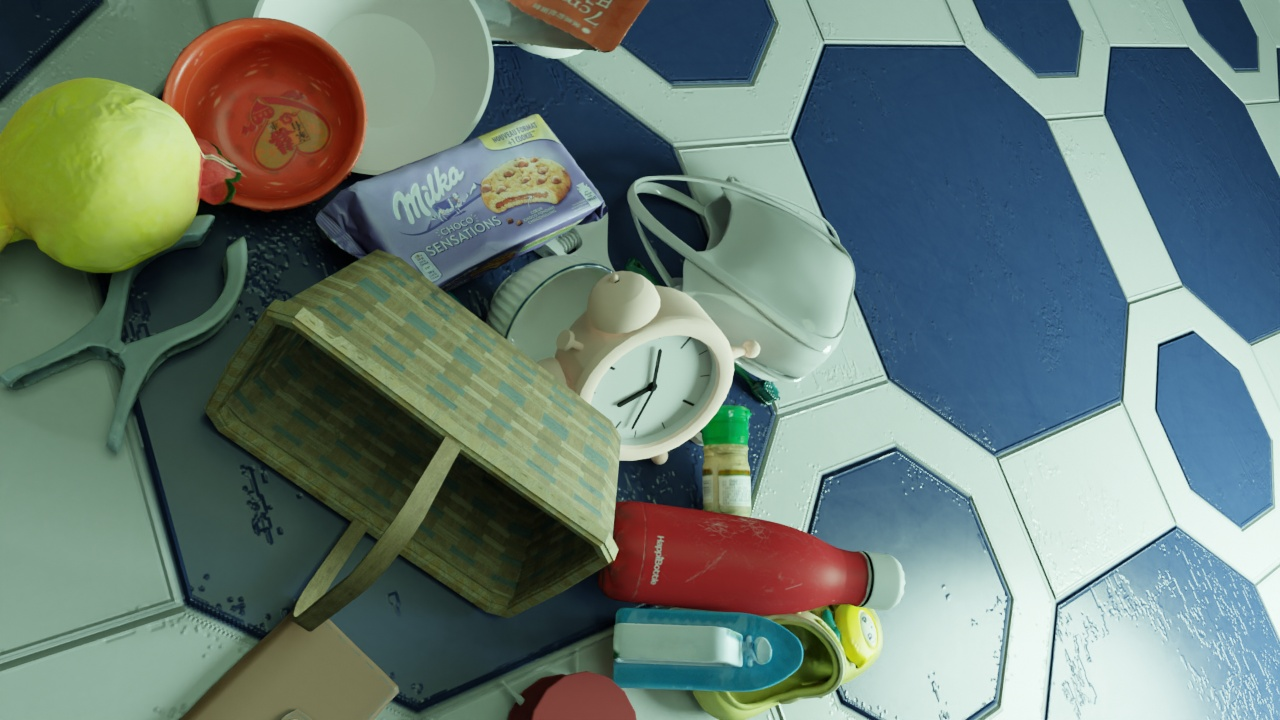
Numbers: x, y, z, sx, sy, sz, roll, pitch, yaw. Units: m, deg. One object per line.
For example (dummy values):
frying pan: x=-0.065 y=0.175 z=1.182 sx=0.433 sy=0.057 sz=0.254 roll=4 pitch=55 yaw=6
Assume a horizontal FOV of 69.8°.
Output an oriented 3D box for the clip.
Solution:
clip: x=-0.299 y=-0.017 z=0.583 sx=0.106 sy=0.028 sz=0.162 roll=39 pitch=57 yaw=-12

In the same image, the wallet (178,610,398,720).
wallet: x=-0.217 y=0.217 z=0.554 sx=0.087 sy=0.013 sz=0.120 roll=47 pitch=54 yaw=-6

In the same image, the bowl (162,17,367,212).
bowl: x=-0.258 y=-0.167 z=0.640 sx=0.130 sy=0.045 sz=0.130 roll=0 pitch=91 yaw=-14

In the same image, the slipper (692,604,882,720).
slipper: x=0.127 y=0.225 z=0.729 sx=0.190 sy=0.082 sz=0.091 roll=-9 pitch=74 yaw=-32

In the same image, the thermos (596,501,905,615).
thermos: x=0.089 y=0.157 z=0.698 sx=0.239 sy=0.073 sz=0.073 roll=10 pitch=66 yaw=-12

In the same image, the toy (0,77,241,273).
toy: x=-0.353 y=-0.107 z=0.541 sx=0.207 sy=0.092 sz=0.133 roll=-21 pitch=65 yaw=-15

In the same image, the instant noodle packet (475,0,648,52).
instant noodle packet: x=-0.091 y=-0.336 z=0.748 sx=0.221 sy=0.084 sz=0.164 roll=22 pitch=57 yaw=7

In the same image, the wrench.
wrench: x=-0.010 y=-0.046 z=0.786 sx=0.273 sy=0.018 sz=0.086 roll=53 pitch=52 yaw=-6

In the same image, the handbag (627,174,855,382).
handbag: x=0.084 y=-0.096 z=0.833 sx=0.222 sy=0.096 sz=0.215 roll=33 pitch=44 yaw=-7

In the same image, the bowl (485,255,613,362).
bowl: x=-0.073 y=-0.032 z=0.697 sx=0.117 sy=0.118 sz=0.062 roll=-22 pitch=44 yaw=-36

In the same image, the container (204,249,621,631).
container: x=-0.146 y=0.075 z=0.569 sx=0.250 sy=0.158 sz=0.185 roll=39 pitch=44 yaw=-14

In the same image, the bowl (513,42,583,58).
bowl: x=-0.074 y=-0.309 z=0.803 sx=0.113 sy=0.063 sz=0.113 roll=-2 pitch=58 yaw=2

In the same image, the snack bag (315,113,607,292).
snack bag: x=-0.128 y=-0.108 z=0.686 sx=0.204 sy=0.059 sz=0.096 roll=-32 pitch=84 yaw=-34

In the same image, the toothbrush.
toothbrush: x=0.058 y=-0.024 z=0.806 sx=0.190 sy=0.017 sz=0.016 roll=42 pitch=49 yaw=-19

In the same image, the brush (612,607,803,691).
brush: x=0.049 y=0.207 z=0.656 sx=0.136 sy=0.075 sz=0.055 roll=2 pitch=67 yaw=1

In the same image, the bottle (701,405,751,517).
bottle: x=0.072 y=0.093 z=0.758 sx=0.043 sy=0.043 sz=0.111 roll=5 pitch=79 yaw=-31

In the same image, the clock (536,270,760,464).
clock: x=-0.004 y=0.004 z=0.689 sx=0.160 sy=0.131 sz=0.086 roll=22 pitch=23 yaw=-47

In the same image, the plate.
plate: x=-0.200 y=-0.225 z=0.696 sx=0.174 sy=0.036 sz=0.174 roll=0 pitch=91 yaw=-13

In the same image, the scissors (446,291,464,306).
scissors: x=-0.174 y=-0.052 z=0.682 sx=0.130 sy=0.019 sz=0.149 roll=9 pitch=68 yaw=-30

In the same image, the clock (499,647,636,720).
clock: x=-0.044 y=0.267 z=0.625 sx=0.087 sy=0.044 sz=0.124 roll=-13 pitch=79 yaw=-35
